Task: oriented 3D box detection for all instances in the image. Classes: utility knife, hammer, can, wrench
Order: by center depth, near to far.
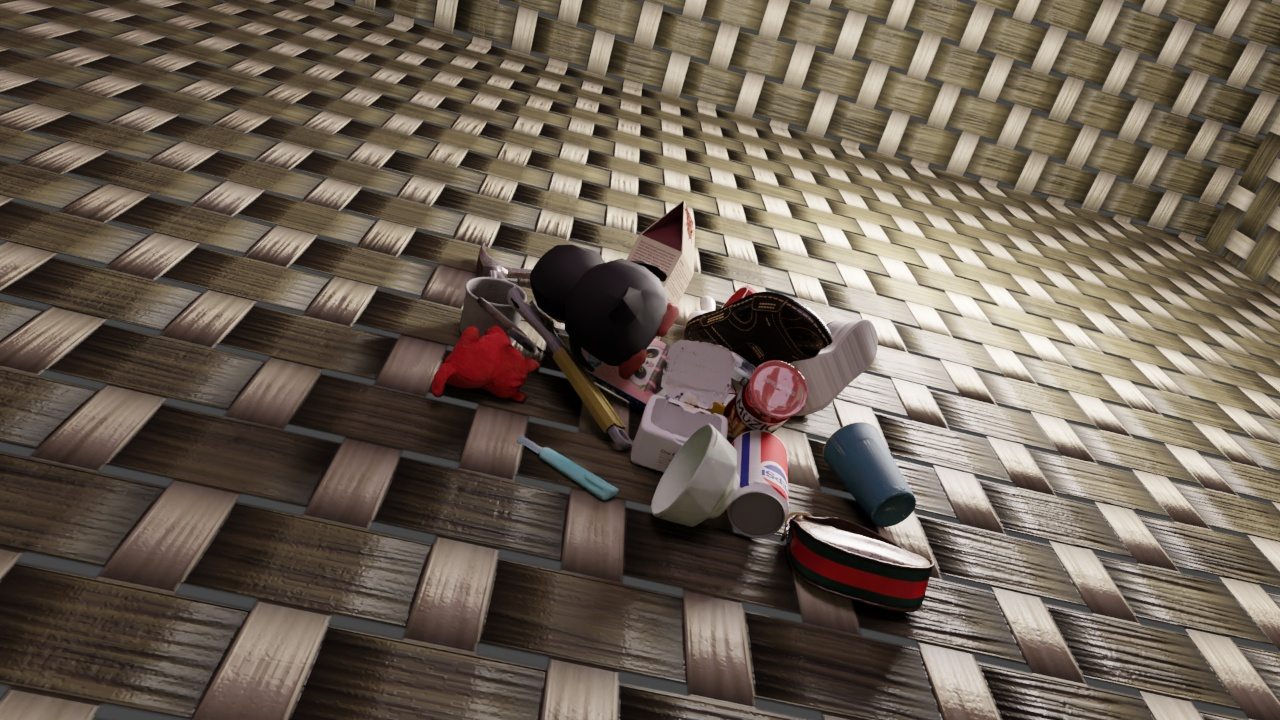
[{"bbox_3d":[-0.086,0.117,1.038,0.141,0.015,0.022,29,48,23],"label":"utility knife"},{"bbox_3d":[0.135,0.140,1.059,0.070,0.070,0.131,17,27,0],"label":"can"},{"bbox_3d":[-0.090,0.006,1.162,0.273,0.018,0.083,54,14,28],"label":"wrench"},{"bbox_3d":[-0.117,-0.142,1.491,0.313,0.035,0.137,0,31,-31],"label":"hammer"}]

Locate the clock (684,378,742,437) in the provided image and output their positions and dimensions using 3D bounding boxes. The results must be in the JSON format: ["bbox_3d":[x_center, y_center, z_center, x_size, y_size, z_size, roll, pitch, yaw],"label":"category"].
[{"bbox_3d":[0.113,0.049,1.243,0.152,0.052,0.113,32,31,21],"label":"clock"}]

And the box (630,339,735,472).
[{"bbox_3d":[0.064,0.052,1.120,0.107,0.132,0.151,20,28,1],"label":"box"}]

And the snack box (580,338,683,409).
[{"bbox_3d":[-0.007,0.007,1.217,0.154,0.033,0.087,28,73,22],"label":"snack box"}]

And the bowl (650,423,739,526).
[{"bbox_3d":[0.068,0.134,1.003,0.061,0.118,0.117,33,26,-9],"label":"bowl"}]

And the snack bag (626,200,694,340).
[{"bbox_3d":[0.023,-0.123,1.323,0.070,0.206,0.094,26,-6,17],"label":"snack bag"}]

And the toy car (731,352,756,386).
[{"bbox_3d":[0.120,0.004,1.241,0.090,0.027,0.038,27,32,3],"label":"toy car"}]

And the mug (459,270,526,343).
[{"bbox_3d":[-0.206,-0.074,1.269,0.084,0.071,0.113,8,28,-17],"label":"mug"}]

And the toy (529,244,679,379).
[{"bbox_3d":[-0.065,-0.086,1.173,0.184,0.159,0.140,33,-10,25],"label":"toy"}]

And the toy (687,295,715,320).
[{"bbox_3d":[0.112,-0.057,1.456,0.079,0.038,0.122,36,30,5],"label":"toy"}]

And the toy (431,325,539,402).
[{"bbox_3d":[-0.190,0.014,1.109,0.094,0.088,0.132,39,34,18],"label":"toy"}]

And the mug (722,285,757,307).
[{"bbox_3d":[0.175,-0.053,1.381,0.096,0.080,0.116,39,-3,-9],"label":"mug"}]

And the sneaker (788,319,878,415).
[{"bbox_3d":[0.250,0.008,1.360,0.235,0.099,0.090,-29,16,-33],"label":"sneaker"}]

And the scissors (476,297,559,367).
[{"bbox_3d":[-0.150,-0.028,1.180,0.157,0.012,0.171,42,0,9],"label":"scissors"}]

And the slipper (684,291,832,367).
[{"bbox_3d":[0.150,-0.028,1.282,0.268,0.113,0.075,-6,42,53],"label":"slipper"}]

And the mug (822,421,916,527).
[{"bbox_3d":[0.287,0.144,1.141,0.078,0.078,0.121,5,34,-22],"label":"mug"}]

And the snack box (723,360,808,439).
[{"bbox_3d":[0.150,0.055,1.124,0.072,0.121,0.072,4,68,-11],"label":"snack box"}]

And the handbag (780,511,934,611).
[{"bbox_3d":[0.234,0.212,1.010,0.166,0.063,0.138,15,10,3],"label":"handbag"}]
